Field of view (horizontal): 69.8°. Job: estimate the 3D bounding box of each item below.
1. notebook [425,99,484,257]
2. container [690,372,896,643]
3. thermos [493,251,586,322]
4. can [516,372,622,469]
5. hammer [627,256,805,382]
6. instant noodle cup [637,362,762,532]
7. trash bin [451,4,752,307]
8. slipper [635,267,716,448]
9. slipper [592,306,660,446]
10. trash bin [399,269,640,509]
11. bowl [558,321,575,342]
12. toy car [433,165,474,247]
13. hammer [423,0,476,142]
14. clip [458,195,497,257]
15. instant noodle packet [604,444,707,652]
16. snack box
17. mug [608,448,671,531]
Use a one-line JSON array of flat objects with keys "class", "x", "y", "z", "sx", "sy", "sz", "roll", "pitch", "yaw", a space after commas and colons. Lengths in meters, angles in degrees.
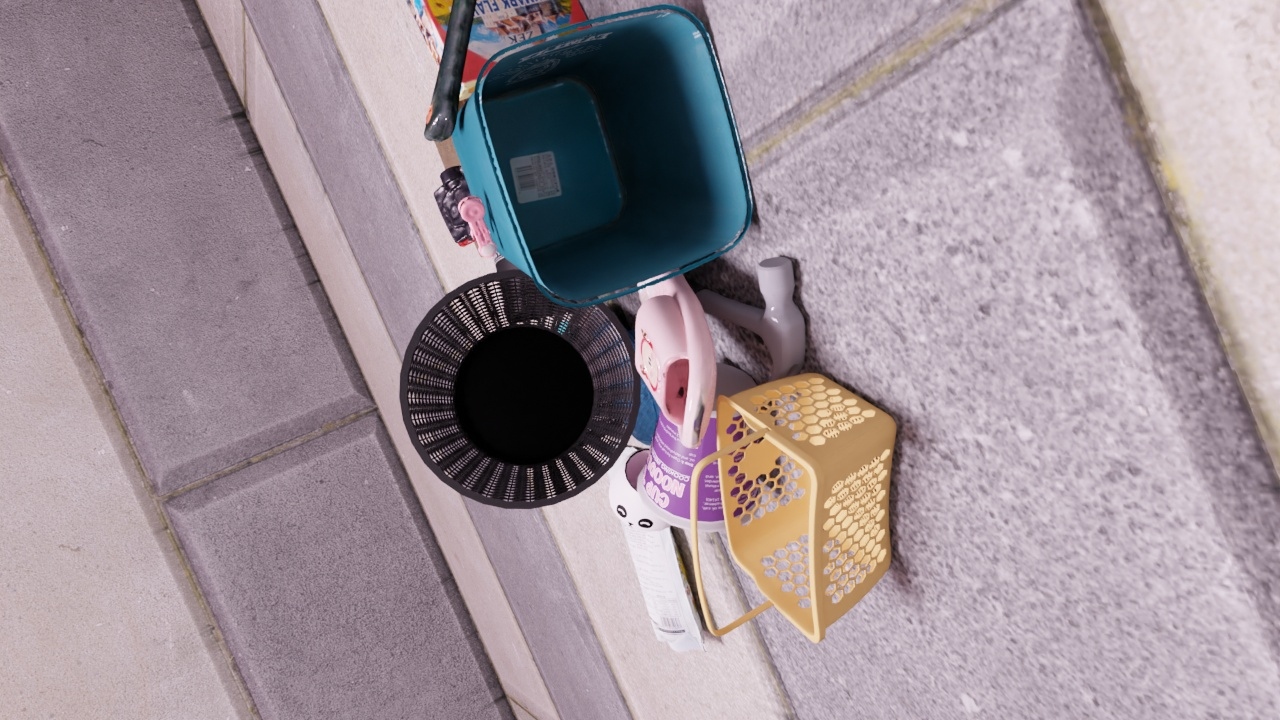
[{"class": "notebook", "x": -0.217, "y": -0.243, "z": 1.205, "sx": 0.190, "sy": 0.034, "sz": 0.215, "roll": 5, "pitch": 117, "yaw": 68}, {"class": "container", "x": 0.108, "y": 0.119, "z": 0.725, "sx": 0.129, "sy": 0.166, "sz": 0.184, "roll": 37, "pitch": 144, "yaw": 48}, {"class": "thermos", "x": -0.137, "y": -0.153, "z": 1.068, "sx": 0.106, "sy": 0.105, "sz": 0.218, "roll": -23, "pitch": 86, "yaw": 66}, {"class": "can", "x": -0.096, "y": 0.074, "z": 1.130, "sx": 0.080, "sy": 0.145, "sz": 0.080, "roll": 46, "pitch": 150, "yaw": 37}, {"class": "hammer", "x": 0.047, "y": -0.058, "z": 0.858, "sx": 0.311, "sy": 0.029, "sz": 0.125, "roll": 27, "pitch": 135, "yaw": 55}, {"class": "instant noodle cup", "x": 0.063, "y": 0.070, "z": 0.866, "sx": 0.136, "sy": 0.122, "sz": 0.122, "roll": -70, "pitch": -13, "yaw": -57}, {"class": "trash bin", "x": -0.054, "y": -0.168, "z": 0.781, "sx": 0.219, "sy": 0.196, "sz": 0.199, "roll": 23, "pitch": 132, "yaw": 66}, {"class": "slipper", "x": 0.022, "y": -0.016, "z": 0.780, "sx": 0.221, "sy": 0.055, "sz": 0.107, "roll": -105, "pitch": 13, "yaw": -47}, {"class": "slipper", "x": -0.006, "y": 0.006, "z": 0.992, "sx": 0.213, "sy": 0.059, "sz": 0.104, "roll": -123, "pitch": 25, "yaw": -53}, {"class": "trash bin", "x": -0.121, "y": 0.033, "z": 0.950, "sx": 0.243, "sy": 0.217, "sz": 0.217, "roll": 151, "pitch": 94, "yaw": -83}, {"class": "bowl", "x": -0.110, "y": 0.012, "z": 1.188, "sx": 0.046, "sy": 0.121, "sz": 0.121, "roll": 35, "pitch": 167, "yaw": -23}, {"class": "toy car", "x": -0.146, "y": -0.199, "z": 0.993, "sx": 0.190, "sy": 0.056, "sz": 0.081, "roll": -30, "pitch": 79, "yaw": 27}, {"class": "hammer", "x": -0.138, "y": -0.345, "z": 0.760, "sx": 0.133, "sy": 0.033, "sz": 0.333, "roll": -2, "pitch": 78, "yaw": 66}, {"class": "clip", "x": -0.137, "y": -0.116, "z": 0.777, "sx": 0.050, "sy": 0.023, "sz": 0.058, "roll": 44, "pitch": 158, "yaw": 62}, {"class": "instant noodle packet", "x": 0.019, "y": 0.237, "z": 1.183, "sx": 0.147, "sy": 0.057, "sz": 0.269, "roll": 0, "pitch": 108, "yaw": 62}, {"class": "snack box", "x": -0.132, "y": -0.324, "z": 0.835, "sx": 0.145, "sy": 0.142, "sz": 0.040, "roll": 64, "pitch": 155, "yaw": 2}, {"class": "mug", "x": 0.024, "y": 0.159, "z": 1.053, "sx": 0.124, "sy": 0.090, "sz": 0.076, "roll": 25, "pitch": 136, "yaw": 9}]
